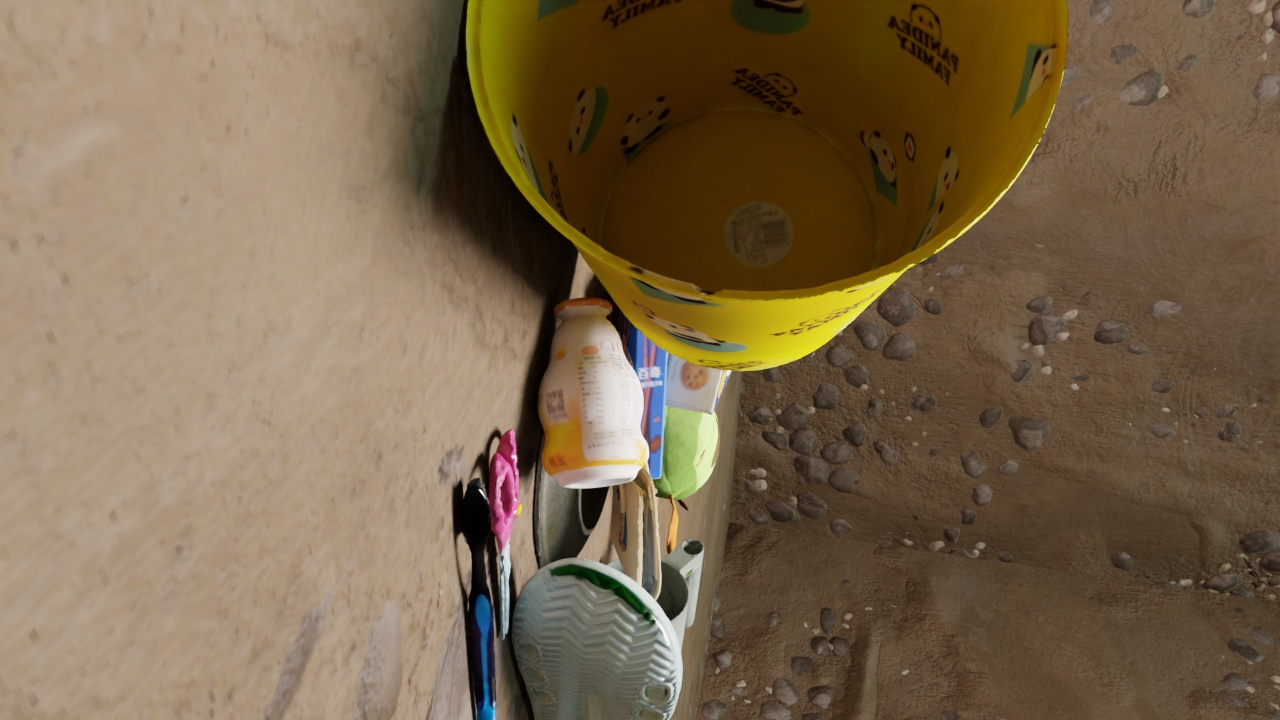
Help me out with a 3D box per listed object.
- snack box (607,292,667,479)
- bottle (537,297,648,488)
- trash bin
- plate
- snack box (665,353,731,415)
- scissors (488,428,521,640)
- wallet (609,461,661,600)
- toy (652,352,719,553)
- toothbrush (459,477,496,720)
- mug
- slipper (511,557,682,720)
[{"bbox_3d":[-0.004,0.004,0.694,0.084,0.026,0.157,-121,-152,-58],"label":"snack box"},{"bbox_3d":[-0.029,0.019,0.539,0.063,0.063,0.108,60,24,-75],"label":"bottle"},{"bbox_3d":[0.054,-0.107,0.473,0.255,0.230,0.229,71,27,-77],"label":"trash bin"},{"bbox_3d":[-0.038,0.065,0.643,0.179,0.024,0.179,8,89,-81],"label":"plate"},{"bbox_3d":[0.069,-0.070,0.741,0.182,0.046,0.178,-55,158,-67],"label":"snack box"},{"bbox_3d":[-0.072,0.100,0.485,0.057,0.017,0.134,-87,-177,-60],"label":"scissors"},{"bbox_3d":[-0.006,0.106,0.635,0.115,0.024,0.087,-133,-135,-77],"label":"wallet"},{"bbox_3d":[0.031,0.068,0.869,0.247,0.090,0.226,66,22,-80],"label":"toy"},{"bbox_3d":[-0.080,0.138,0.466,0.016,0.014,0.190,-114,-157,-58],"label":"toothbrush"},{"bbox_3d":[0.012,0.231,0.822,0.123,0.084,0.103,-29,135,-40],"label":"mug"},{"bbox_3d":[-0.021,0.201,0.601,0.246,0.104,0.074,94,16,-47],"label":"slipper"}]
